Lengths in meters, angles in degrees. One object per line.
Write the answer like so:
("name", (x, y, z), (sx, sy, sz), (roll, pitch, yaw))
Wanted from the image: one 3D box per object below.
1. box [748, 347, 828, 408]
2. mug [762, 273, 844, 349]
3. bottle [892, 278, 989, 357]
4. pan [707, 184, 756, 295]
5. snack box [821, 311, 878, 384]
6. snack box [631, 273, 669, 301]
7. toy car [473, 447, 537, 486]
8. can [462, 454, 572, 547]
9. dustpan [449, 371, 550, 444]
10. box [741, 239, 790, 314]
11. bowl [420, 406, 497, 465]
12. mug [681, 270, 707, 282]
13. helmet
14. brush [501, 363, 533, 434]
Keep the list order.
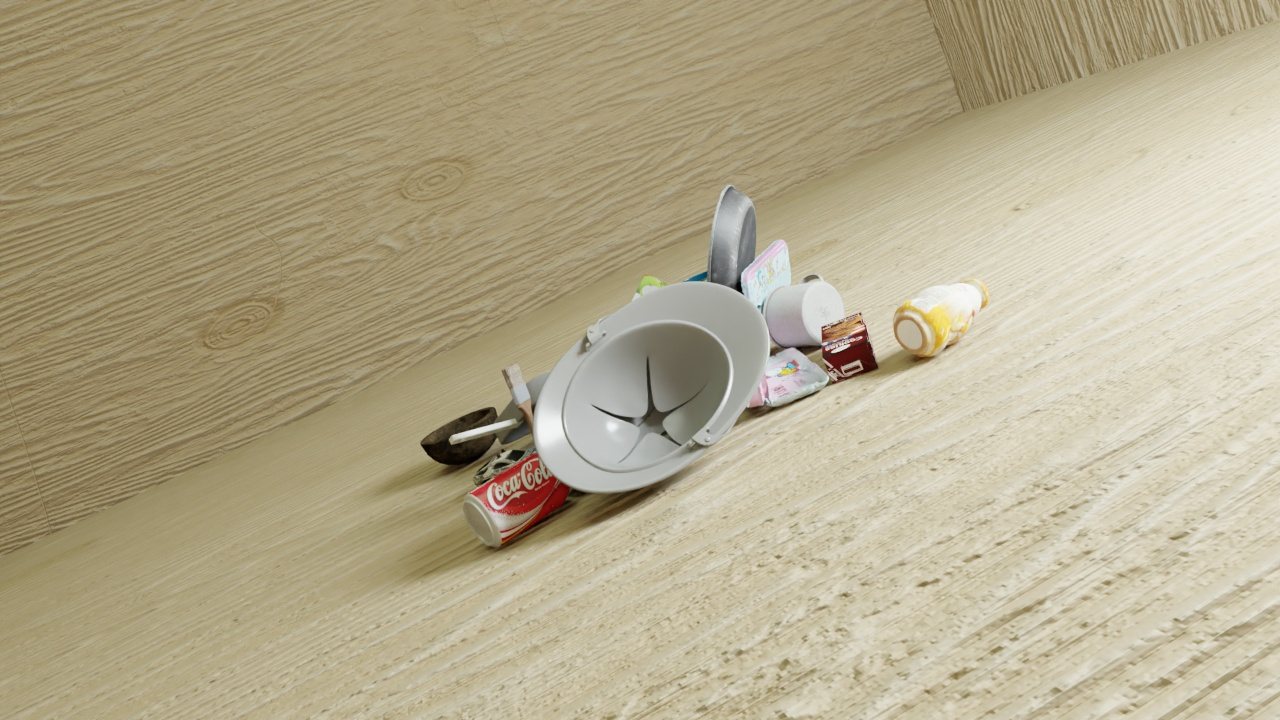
("box", (0.150, -0.004, 1.066), (0.102, 0.087, 0.201), (-11, 10, 0))
("mug", (0.215, -0.069, 1.175), (0.071, 0.084, 0.113), (-5, 49, 53))
("bottle", (0.315, -0.049, 0.954), (0.108, 0.063, 0.063), (-28, 12, -26))
("pan", (0.096, -0.077, 1.202), (0.055, 0.187, 0.355), (7, 56, 16))
("snack box", (0.236, -0.016, 1.046), (0.051, 0.032, 0.140), (-21, 11, 16))
("snack box", (0.014, -0.004, 1.075), (0.032, 0.101, 0.185), (112, -176, -61))
("toy car", (-0.160, 0.130, 1.161), (0.113, 0.040, 0.048), (-20, 12, 17))
("can", (-0.127, 0.144, 0.959), (0.104, 0.064, 0.064), (-31, 13, -33))
("dustpan", (-0.148, 0.067, 1.243), (0.256, 0.033, 0.164), (-14, -22, -39))
("box", (0.164, -0.076, 1.256), (0.049, 0.150, 0.213), (16, 25, 16))
("bowl", (-0.261, 0.121, 1.370), (0.121, 0.056, 0.121), (-23, 11, 4))
("mug", (0.094, -0.074, 1.431), (0.113, 0.107, 0.083), (-25, 13, -7))
("helmet", (0.017, 0.045, 0.962), (0.270, 0.183, 0.118), (-40, -25, -15))
("brush", (-0.130, 0.074, 1.090), (0.008, 0.143, 0.045), (-20, 3, 12))
